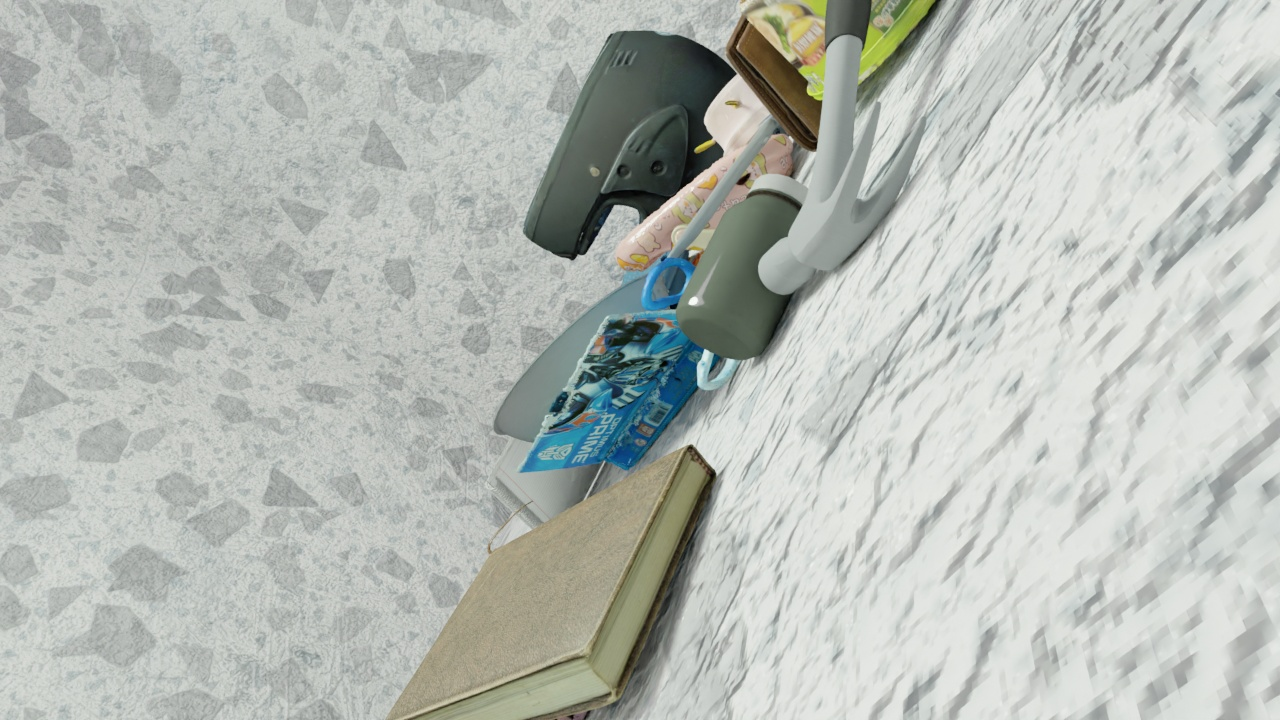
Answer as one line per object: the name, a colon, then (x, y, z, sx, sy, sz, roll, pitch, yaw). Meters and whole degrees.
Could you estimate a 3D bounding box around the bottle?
bottle: (0.068, -0.058, 0.560, 0.108, 0.060, 0.060, -63, 5, -18)

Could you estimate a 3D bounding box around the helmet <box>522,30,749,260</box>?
helmet: (0.016, -0.244, 1.164, 0.317, 0.236, 0.248, -62, 4, 16)

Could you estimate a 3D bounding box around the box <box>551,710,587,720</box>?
box: (-0.099, 0.266, 0.584, 0.178, 0.039, 0.233, -58, 4, -11)

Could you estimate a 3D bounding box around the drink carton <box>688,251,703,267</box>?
drink carton: (0.071, -0.103, 1.017, 0.069, 0.039, 0.122, -62, 10, -14)

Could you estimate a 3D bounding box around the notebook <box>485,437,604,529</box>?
notebook: (-0.081, 0.095, 0.982, 0.177, 0.013, 0.246, -62, -21, -18)

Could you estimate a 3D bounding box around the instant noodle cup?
instant noodle cup: (0.142, -0.269, 0.648, 0.146, 0.098, 0.146, -51, 13, 16)

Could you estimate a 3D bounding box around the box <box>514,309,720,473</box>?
box: (0.008, 0.018, 0.737, 0.169, 0.071, 0.244, -35, -14, -37)

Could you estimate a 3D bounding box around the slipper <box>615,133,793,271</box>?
slipper: (0.067, -0.130, 0.855, 0.198, 0.081, 0.093, -34, 1, 17)

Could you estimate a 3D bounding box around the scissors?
scissors: (0.052, -0.038, 0.595, 0.125, 0.127, 0.015, -20, 20, -37)

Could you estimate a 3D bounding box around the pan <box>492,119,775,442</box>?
pan: (0.005, -0.052, 0.786, 0.357, 0.051, 0.200, -47, -11, 16)

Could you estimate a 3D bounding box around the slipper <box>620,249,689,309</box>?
slipper: (0.015, -0.068, 1.009, 0.104, 0.059, 0.213, -30, 35, 54)

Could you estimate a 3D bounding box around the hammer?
hammer: (0.118, -0.196, 0.515, 0.125, 0.029, 0.310, 136, 146, -67)

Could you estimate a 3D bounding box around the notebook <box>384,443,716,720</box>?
notebook: (-0.049, 0.126, 0.534, 0.216, 0.034, 0.189, -35, 18, 42)

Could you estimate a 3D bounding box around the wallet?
wallet: (0.125, -0.242, 0.735, 0.027, 0.121, 0.098, -1, 56, 53)

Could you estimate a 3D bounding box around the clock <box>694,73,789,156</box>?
clock: (0.132, -0.259, 0.916, 0.157, 0.059, 0.117, -38, -8, -21)
